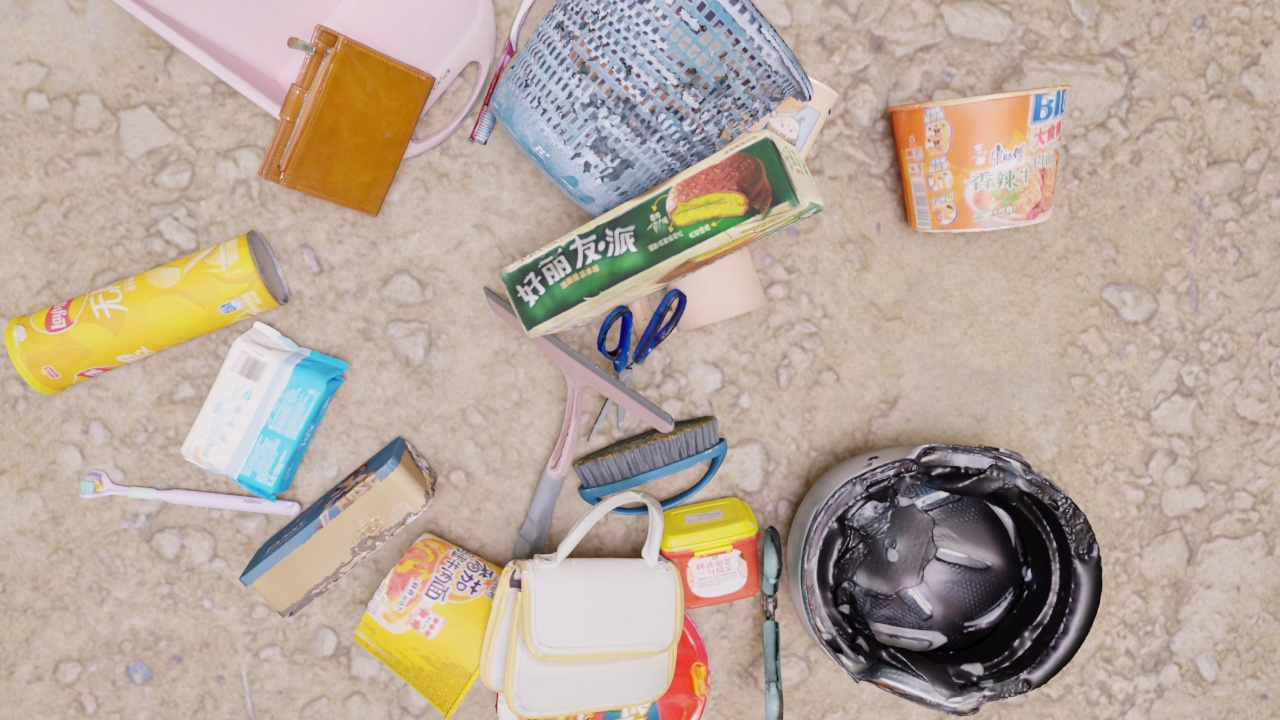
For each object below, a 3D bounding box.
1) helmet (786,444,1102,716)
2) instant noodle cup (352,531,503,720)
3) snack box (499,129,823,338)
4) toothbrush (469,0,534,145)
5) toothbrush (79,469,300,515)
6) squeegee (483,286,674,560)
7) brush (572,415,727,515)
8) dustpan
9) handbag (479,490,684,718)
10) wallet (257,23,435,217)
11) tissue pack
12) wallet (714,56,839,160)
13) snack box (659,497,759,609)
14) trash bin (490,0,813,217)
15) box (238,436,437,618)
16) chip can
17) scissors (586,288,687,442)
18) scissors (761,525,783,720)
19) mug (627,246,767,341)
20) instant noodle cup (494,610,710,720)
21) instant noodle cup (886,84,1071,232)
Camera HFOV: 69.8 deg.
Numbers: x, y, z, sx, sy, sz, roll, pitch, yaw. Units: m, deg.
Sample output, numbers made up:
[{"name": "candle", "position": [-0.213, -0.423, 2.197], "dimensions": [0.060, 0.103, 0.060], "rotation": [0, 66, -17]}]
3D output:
[{"name": "helmet", "position": [0.247, 0.179, 0.822], "dimensions": [0.274, 0.157, 0.230], "rotation": [9, 92, -17]}, {"name": "instant noodle cup", "position": [-0.173, 0.224, 0.802], "dimensions": [0.110, 0.138, 0.138], "rotation": [33, 91, 2]}, {"name": "snack box", "position": [0.018, -0.095, 0.725], "dimensions": [0.241, 0.114, 0.063], "rotation": [-25, 88, 22]}, {"name": "toothbrush", "position": [-0.112, -0.282, 0.820], "dimensions": [0.017, 0.016, 0.187], "rotation": [21, 93, -15]}, {"name": "toothbrush", "position": [-0.400, 0.121, 0.820], "dimensions": [0.189, 0.021, 0.029], "rotation": [7, 53, -4]}, {"name": "squeegee", "position": [-0.079, 0.094, 0.819], "dimensions": [0.040, 0.248, 0.250], "rotation": [-9, 124, -46]}, {"name": "brush", "position": [0.013, 0.102, 0.843], "dimensions": [0.144, 0.055, 0.073], "rotation": [-18, 95, -4]}, {"name": "dustpan", "position": [-0.234, -0.286, 0.716], "dimensions": [0.139, 0.273, 0.222], "rotation": [41, 93, 18]}, {"name": "handbag", "position": [-0.035, 0.193, 0.746], "dimensions": [0.163, 0.063, 0.179], "rotation": [9, 93, -36]}, {"name": "wallet", "position": [-0.240, -0.192, 0.742], "dimensions": [0.119, 0.035, 0.131], "rotation": [16, 108, -43]}, {"name": "tissue pack", "position": [-0.327, 0.046, 0.802], "dimensions": [0.090, 0.063, 0.140], "rotation": [26, 90, -5]}, {"name": "wallet", "position": [0.120, -0.215, 0.845], "dimensions": [0.087, 0.024, 0.115], "rotation": [28, 92, -12]}, {"name": "snack box", "position": [0.064, 0.179, 0.843], "dimensions": [0.091, 0.082, 0.080], "rotation": [-11, 105, -2]}, {"name": "trash bin", "position": [-0.007, -0.228, 0.751], "dimensions": [0.195, 0.226, 0.226], "rotation": [-44, 97, 12]}, {"name": "box", "position": [-0.265, 0.149, 0.804], "dimensions": [0.184, 0.090, 0.059], "rotation": [-37, 103, -3]}, {"name": "chip can", "position": [-0.416, -0.041, 0.784], "dimensions": [0.213, 0.072, 0.072], "rotation": [-21, 96, -4]}, {"name": "scissors", "position": [-0.015, 0.006, 0.791], "dimensions": [0.012, 0.157, 0.165], "rotation": [44, 98, 28]}, {"name": "scissors", "position": [0.114, 0.215, 0.799], "dimensions": [0.019, 0.169, 0.180], "rotation": [-1, 127, 8]}, {"name": "mug", "position": [0.040, -0.082, 0.825], "dimensions": [0.125, 0.084, 0.103], "rotation": [-16, 95, 20]}, {"name": "instant noodle cup", "position": [-0.036, 0.286, 0.849], "dimensions": [0.194, 0.066, 0.194], "rotation": [-1, 95, -6]}, {"name": "instant noodle cup", "position": [0.296, -0.176, 0.807], "dimensions": [0.151, 0.151, 0.111], "rotation": [-8, 103, -5]}]
